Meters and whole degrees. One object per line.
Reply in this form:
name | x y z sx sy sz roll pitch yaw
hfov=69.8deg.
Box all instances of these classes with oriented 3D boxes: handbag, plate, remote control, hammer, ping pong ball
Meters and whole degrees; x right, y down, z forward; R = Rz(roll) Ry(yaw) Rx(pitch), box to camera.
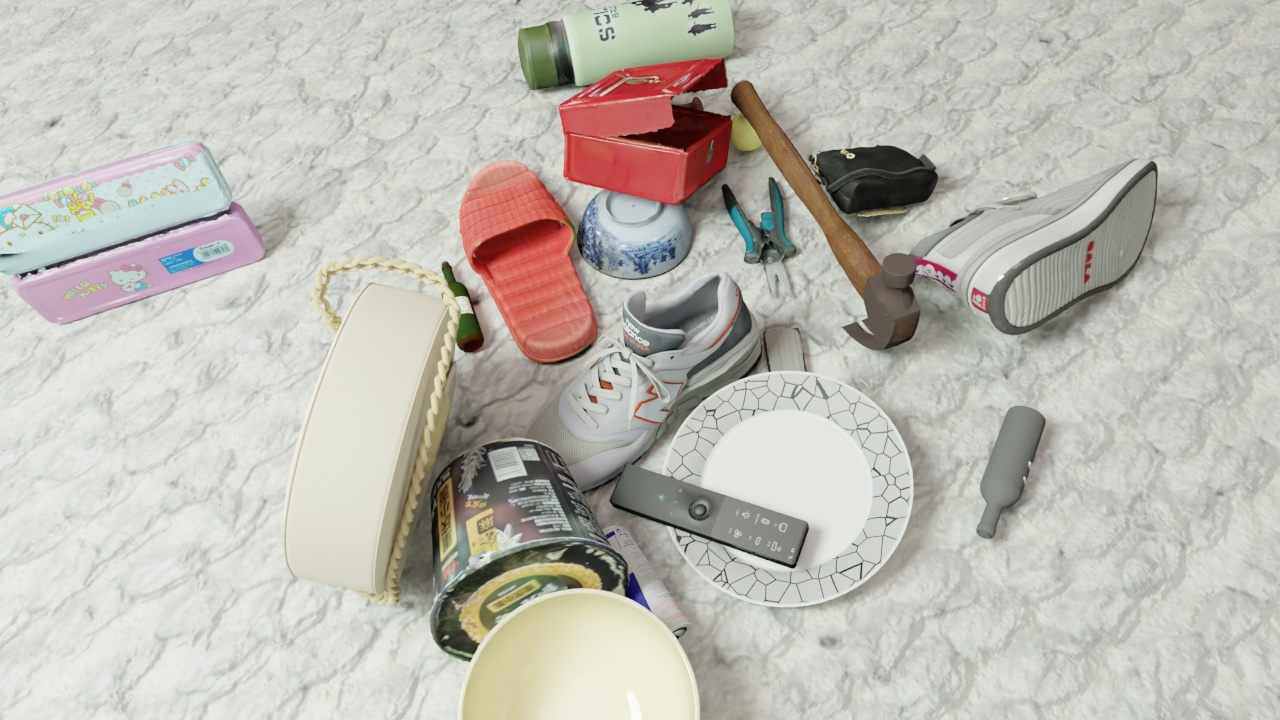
handbag | -0.194 0.054 0.658 0.103 0.209 0.210 14 56 -6
plate | 0.110 0.096 0.704 0.189 0.016 0.188 -6 61 11
remote control | 0.126 0.030 0.765 0.033 0.013 0.136 -5 55 3
remote control | 0.050 0.116 0.690 0.150 0.013 0.034 15 67 22
hammer | 0.155 -0.143 0.820 0.033 0.115 0.322 -19 56 -8
handbag | 0.219 -0.178 0.866 0.128 0.054 0.079 -12 48 -27
ping pong ball | 0.109 -0.233 0.933 0.040 0.040 0.040 -2 55 3

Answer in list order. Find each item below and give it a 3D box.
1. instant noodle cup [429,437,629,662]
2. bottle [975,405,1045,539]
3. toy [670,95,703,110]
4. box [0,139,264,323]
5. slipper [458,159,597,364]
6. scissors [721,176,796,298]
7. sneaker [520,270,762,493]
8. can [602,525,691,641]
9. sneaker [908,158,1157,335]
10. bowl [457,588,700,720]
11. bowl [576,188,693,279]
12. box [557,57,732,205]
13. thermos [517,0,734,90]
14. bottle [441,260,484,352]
instant noodle cup | -0.088 0.129 0.652 0.137 0.137 0.112 -17 46 -7
bottle | 0.279 0.087 0.701 0.030 0.030 0.112 22 60 19
toy | 0.019 -0.284 0.978 0.102 0.041 0.054 7 78 19
box | -0.474 -0.114 0.838 0.214 0.151 0.035 -20 54 -8
slipper | -0.111 -0.107 0.856 0.103 0.059 0.248 -18 57 -8
scissors | 0.118 -0.124 0.870 0.123 0.019 0.147 24 62 19
sneaker | -0.004 0.004 0.727 0.239 0.124 0.089 -34 59 -17
can | -0.002 0.165 0.671 0.032 0.032 0.095 -29 58 -15
sneaker | 0.347 -0.112 0.805 0.262 0.097 0.129 -29 36 -25
bowl | -0.038 0.233 0.597 0.151 0.075 0.150 -1 61 1
bowl | -0.007 -0.134 0.872 0.114 0.045 0.114 -3 55 3
box | 0.009 -0.217 0.873 0.134 0.110 0.157 6 31 22
thermos | -0.019 -0.350 1.008 0.231 0.082 0.082 -13 55 -3
bottle | -0.168 -0.053 0.843 0.025 0.025 0.106 -19 56 -8
